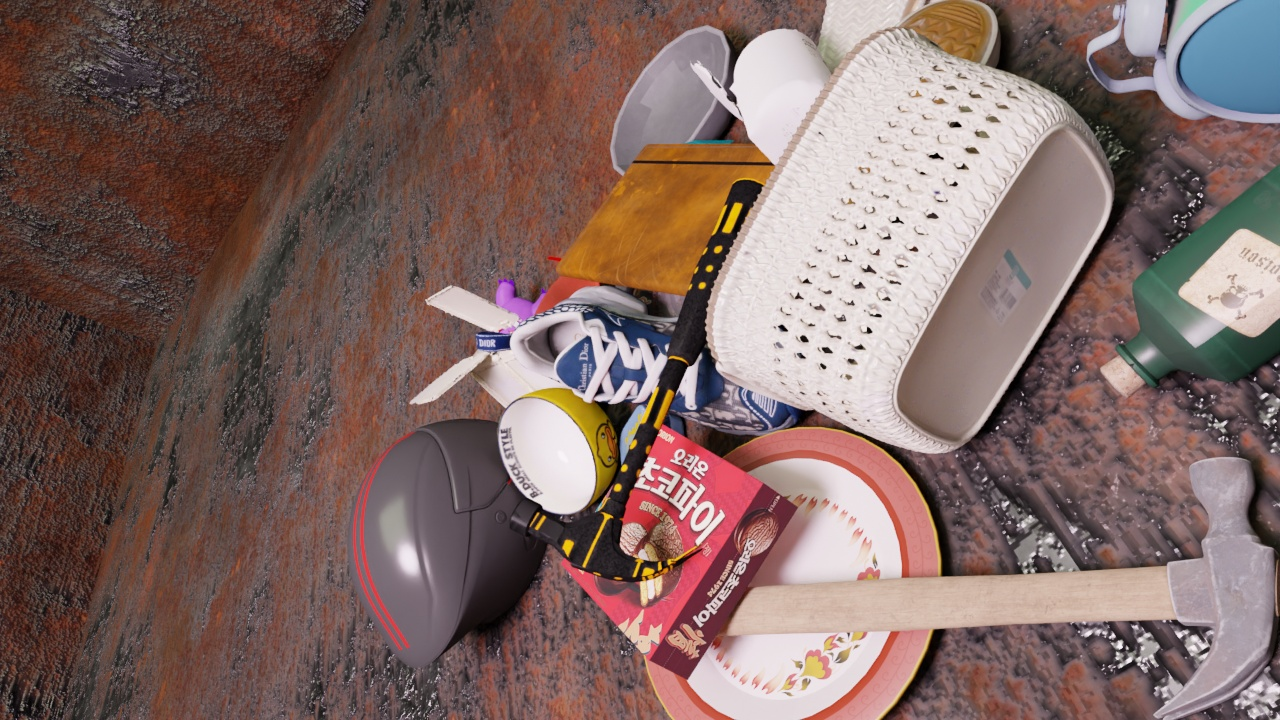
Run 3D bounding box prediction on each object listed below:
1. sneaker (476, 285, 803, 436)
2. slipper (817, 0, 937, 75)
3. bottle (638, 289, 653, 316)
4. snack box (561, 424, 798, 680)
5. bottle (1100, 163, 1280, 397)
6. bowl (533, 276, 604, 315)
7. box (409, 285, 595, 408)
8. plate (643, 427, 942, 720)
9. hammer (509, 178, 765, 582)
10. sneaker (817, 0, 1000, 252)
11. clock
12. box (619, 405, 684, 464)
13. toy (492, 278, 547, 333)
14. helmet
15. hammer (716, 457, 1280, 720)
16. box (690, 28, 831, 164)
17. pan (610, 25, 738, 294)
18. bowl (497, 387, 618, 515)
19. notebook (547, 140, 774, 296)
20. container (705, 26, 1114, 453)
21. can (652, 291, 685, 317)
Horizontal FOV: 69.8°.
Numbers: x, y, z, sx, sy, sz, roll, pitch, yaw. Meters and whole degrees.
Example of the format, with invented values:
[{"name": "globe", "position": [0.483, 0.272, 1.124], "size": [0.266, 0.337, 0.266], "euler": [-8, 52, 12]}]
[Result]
[{"name": "sneaker", "position": [-0.004, 0.004, 0.722], "size": [0.270, 0.132, 0.103], "euler": [17, 109, 39]}, {"name": "slipper", "position": [0.208, -0.289, 0.761], "size": [0.115, 0.052, 0.263], "euler": [23, 98, 52]}, {"name": "bottle", "position": [0.013, -0.050, 0.870], "size": [0.036, 0.036, 0.109], "euler": [9, 76, 55]}, {"name": "snack box", "position": [0.021, 0.126, 0.654], "size": [0.132, 0.036, 0.152], "euler": [-57, 29, -4]}, {"name": "bottle", "position": [0.295, -0.030, 0.464], "size": [0.131, 0.061, 0.061], "euler": [-45, 40, 25]}, {"name": "bowl", "position": [-0.070, -0.038, 0.972], "size": [0.122, 0.035, 0.121], "euler": [-31, 46, 38]}, {"name": "box", "position": [-0.143, 0.015, 0.903], "size": [0.146, 0.185, 0.095], "euler": [-18, 53, 54]}, {"name": "plate", "position": [0.095, 0.154, 0.621], "size": [0.230, 0.021, 0.229], "euler": [-25, 47, 30]}, {"name": "hammer", "position": [0.030, 0.002, 0.645], "size": [0.123, 0.036, 0.319], "euler": [18, 67, 17]}, {"name": "sneaker", "position": [0.192, -0.167, 0.686], "size": [0.087, 0.079, 0.235], "euler": [30, 76, 31]}, {"name": "clock", "position": [0.319, -0.179, 0.473], "size": [0.162, 0.121, 0.075], "euler": [-8, 63, 46]}, {"name": "box", "position": [0.006, 0.132, 0.752], "size": [0.066, 0.049, 0.209], "euler": [-39, 41, 36]}, {"name": "toy", "position": [-0.138, -0.037, 1.044], "size": [0.106, 0.056, 0.088], "euler": [16, 74, 21]}, {"name": "helmet", "position": [-0.193, 0.160, 0.887], "size": [0.165, 0.169, 0.264], "euler": [-29, 48, 40]}, {"name": "hammer", "position": [0.166, 0.136, 0.520], "size": [0.332, 0.030, 0.119], "euler": [-14, 58, 38]}, {"name": "box", "position": [0.102, -0.223, 0.761], "size": [0.112, 0.084, 0.162], "euler": [-37, 38, 28]}, {"name": "pan", "position": [0.018, -0.179, 0.943], "size": [0.179, 0.041, 0.356], "euler": [-5, 65, 52]}, {"name": "bowl", "position": [-0.067, 0.076, 0.849], "size": [0.117, 0.067, 0.117], "euler": [15, 118, 31]}, {"name": "notebook", "position": [0.044, -0.133, 0.800], "size": [0.250, 0.014, 0.178], "euler": [14, 63, 46]}, {"name": "container", "position": [0.166, -0.064, 0.563], "size": [0.143, 0.184, 0.246], "euler": [34, 98, 45]}, {"name": "can", "position": [0.070, -0.071, 0.802], "size": [0.130, 0.044, 0.129], "euler": [-31, 46, 38]}]
